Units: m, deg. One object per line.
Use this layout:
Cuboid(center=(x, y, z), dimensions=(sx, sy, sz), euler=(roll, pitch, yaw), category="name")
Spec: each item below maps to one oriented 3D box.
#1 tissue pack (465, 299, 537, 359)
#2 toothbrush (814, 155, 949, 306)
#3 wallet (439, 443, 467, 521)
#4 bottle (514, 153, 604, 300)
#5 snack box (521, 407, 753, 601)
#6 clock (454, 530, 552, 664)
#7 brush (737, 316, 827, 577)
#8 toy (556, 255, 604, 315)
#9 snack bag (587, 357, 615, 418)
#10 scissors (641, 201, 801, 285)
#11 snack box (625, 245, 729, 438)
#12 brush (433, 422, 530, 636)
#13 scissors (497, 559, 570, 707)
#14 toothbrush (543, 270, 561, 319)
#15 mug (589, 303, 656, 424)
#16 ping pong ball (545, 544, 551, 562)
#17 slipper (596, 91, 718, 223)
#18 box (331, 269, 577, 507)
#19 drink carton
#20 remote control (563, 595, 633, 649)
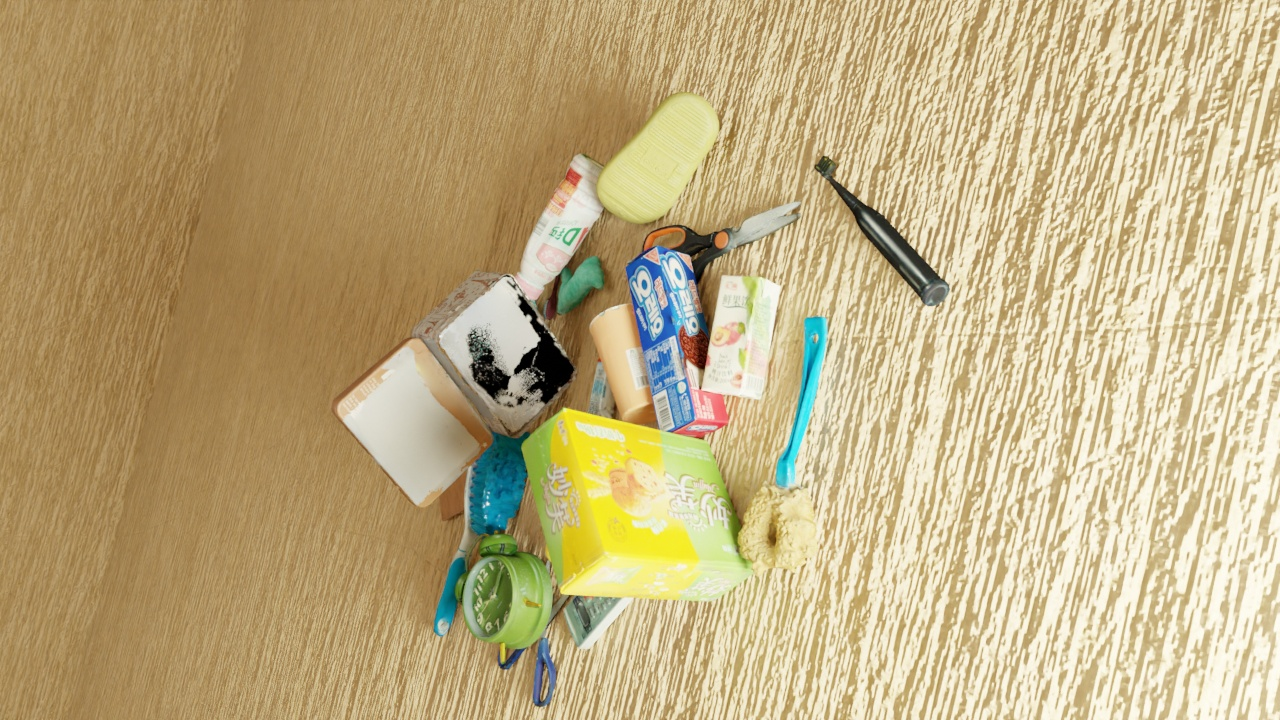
Cuboid(center=(-0.197, -0.042, 1.276), dimensions=(0.134, 0.050, 0.093), euler=(-45, 40, 29), category="tissue pack")
Cuboid(center=(0.219, -0.128, 0.860), dimensions=(0.027, 0.026, 0.212), euler=(-61, 40, 34), category="toothbrush")
Cuboid(center=(-0.259, 0.162, 1.315), dimensions=(0.101, 0.020, 0.115), euler=(-30, 60, 39), category="wallet")
Cuboid(center=(-0.103, -0.169, 1.196), dimensions=(0.197, 0.068, 0.068), euler=(-58, 43, 14), category="bottle")
Cuboid(center=(0.001, 0.142, 0.880), dimensions=(0.070, 0.209, 0.157), euler=(-43, 51, 30), category="snack box")
Cuboid(center=(-0.174, 0.281, 1.130), dimensions=(0.116, 0.056, 0.161), euler=(-57, 45, 14), category="clock")
Cuboid(center=(0.147, 0.081, 0.872), dimensions=(0.083, 0.045, 0.254), euler=(0, 74, 53), category="brush")
Cuboid(center=(-0.082, -0.100, 1.189), dimensions=(0.092, 0.030, 0.096), euler=(-44, 38, 29), category="toy")
Cuboid(center=(-0.043, 0.037, 1.103), dimensions=(0.045, 0.026, 0.105), euler=(6, 84, 46), category="snack bag")
Cuboid(center=(0.087, -0.113, 1.014), dimensions=(0.235, 0.021, 0.148), euler=(12, 95, 45), category="scissors")
Cuboid(center=(0.037, -0.021, 0.992), dimensions=(0.057, 0.058, 0.207), euler=(-30, 63, 40), category="snack box")
Cuboid(center=(-0.218, 0.230, 1.227), dimensions=(0.110, 0.060, 0.314), euler=(8, 87, 55), category="brush")
Cuboid(center=(-0.123, 0.334, 1.112), dimensions=(0.163, 0.012, 0.174), euler=(-35, 52, 35), category="scissors")
Cuboid(center=(-0.108, -0.146, 1.244), dimensions=(0.017, 0.016, 0.187), euler=(2, 80, 59), category="toothbrush")
Cuboid(center=(-0.006, 0.006, 1.039), dimensions=(0.078, 0.078, 0.122), euler=(-36, 58, 36), category="mug")
Cuboid(center=(-0.093, 0.224, 1.089), dimensions=(0.040, 0.040, 0.040), euler=(-18, 65, 44), category="ping pong ball")
Cuboid(center=(0.027, -0.242, 1.083), dimensions=(0.191, 0.091, 0.081), euler=(-45, 11, 40), category="slipper")
Cuboid(center=(-0.221, 0.035, 1.112), dimensions=(0.259, 0.177, 0.082), euler=(-45, 32, -23), category="box")
Cuboid(center=(0.104, -0.024, 0.940), dimensions=(0.054, 0.045, 0.122), euler=(6, 83, 44), category="drink carton")
Cuboid(center=(-0.039, 0.262, 1.033), dimensions=(0.135, 0.019, 0.056), euler=(-53, 45, 24), category="remote control")
